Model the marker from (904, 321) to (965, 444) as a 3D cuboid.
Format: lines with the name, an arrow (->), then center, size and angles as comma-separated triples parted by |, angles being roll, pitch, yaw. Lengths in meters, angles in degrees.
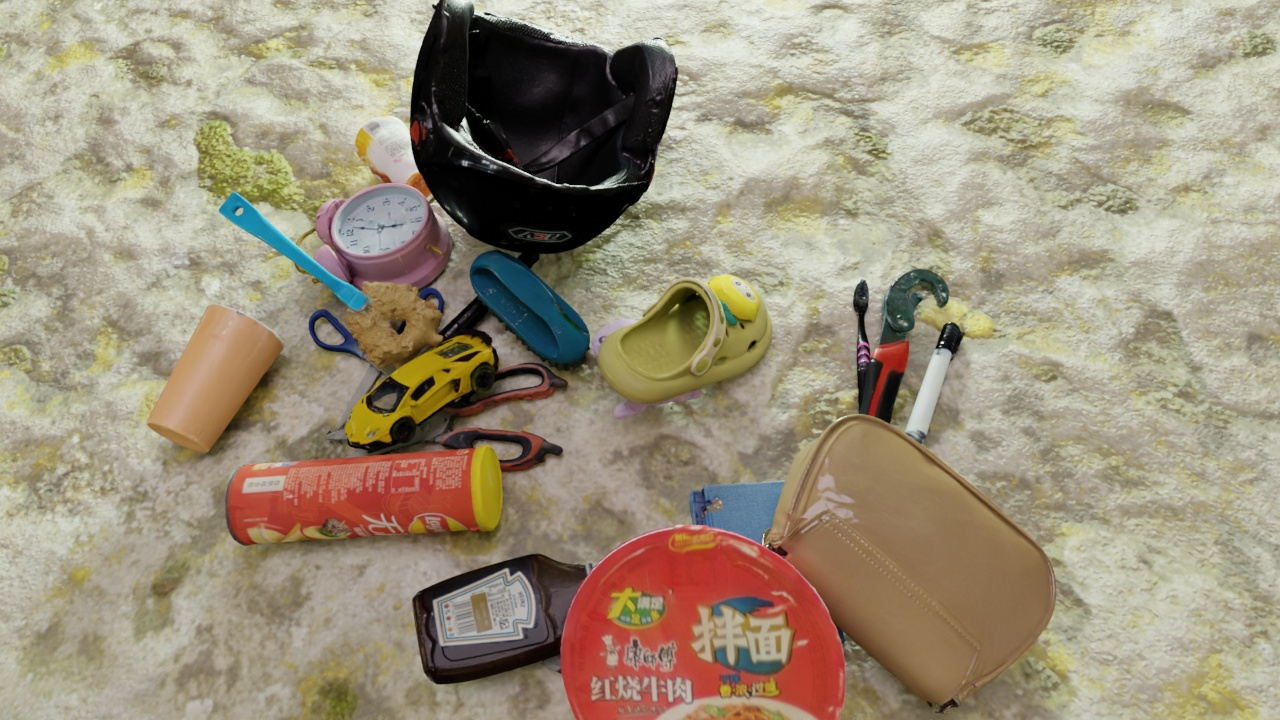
marker -> 0.257, 0.020, 0.801 | 0.022, 0.018, 0.130 | 23, 61, 10

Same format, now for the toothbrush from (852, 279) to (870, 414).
toothbrush -> 0.200, 0.005, 0.819 | 0.014, 0.018, 0.188 | 5, 58, 3

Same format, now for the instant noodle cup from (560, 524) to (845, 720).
instant noodle cup -> 0.044, 0.204, 0.639 | 0.194, 0.065, 0.194 | 1, 93, 13

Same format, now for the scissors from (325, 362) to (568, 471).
scissors -> -0.169, 0.063, 0.825 | 0.216, 0.015, 0.195 | 27, 64, 21

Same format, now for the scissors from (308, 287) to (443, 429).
scissors -> -0.256, -0.008, 0.886 | 0.162, 0.012, 0.172 | 19, 62, 14

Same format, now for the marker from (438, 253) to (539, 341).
marker -> -0.147, -0.063, 0.904 | 0.131, 0.020, 0.022 | -48, 29, -23

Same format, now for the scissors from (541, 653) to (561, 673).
scissors -> -0.069, 0.236, 0.703 | 0.136, 0.014, 0.174 | -26, 60, -11

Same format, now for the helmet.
helmet -> -0.102, -0.212, 0.872 | 0.233, 0.231, 0.274 | 6, 50, -20

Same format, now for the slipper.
slipper -> 0.050, -0.027, 0.795 | 0.190, 0.082, 0.091 | -26, 67, -36

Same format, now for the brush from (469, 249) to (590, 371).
brush -> -0.104, -0.052, 0.850 | 0.055, 0.074, 0.144 | -42, 73, -18

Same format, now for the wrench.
wrench -> 0.215, 0.022, 0.797 | 0.056, 0.016, 0.272 | 24, 61, 4

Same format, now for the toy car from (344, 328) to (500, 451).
toy car -> -0.194, 0.026, 0.813 | 0.155, 0.041, 0.071 | -37, 37, -27

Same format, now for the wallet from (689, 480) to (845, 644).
wallet -> 0.095, 0.160, 0.715 | 0.106, 0.040, 0.132 | -4, 60, -2

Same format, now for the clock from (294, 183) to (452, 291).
clock -> -0.275, -0.122, 0.936 | 0.158, 0.060, 0.117 | -12, 56, 2

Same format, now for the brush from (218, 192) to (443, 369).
brush -> -0.297, -0.080, 0.869 | 0.254, 0.046, 0.083 | 36, 85, 5

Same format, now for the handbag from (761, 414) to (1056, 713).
handbag -> 0.188, 0.144, 0.670 | 0.204, 0.100, 0.147 | 42, 63, 9

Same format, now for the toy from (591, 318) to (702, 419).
toy -> -0.005, 0.005, 0.828 | 0.083, 0.039, 0.108 | -16, 55, -22

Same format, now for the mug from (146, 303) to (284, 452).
mug -> -0.397, 0.019, 0.852 | 0.078, 0.078, 0.122 | 15, 65, 16

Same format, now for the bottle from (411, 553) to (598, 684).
bottle -> -0.072, 0.185, 0.701 | 0.195, 0.044, 0.079 | -15, 58, -7

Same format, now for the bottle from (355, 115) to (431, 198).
bottle -> -0.262, -0.217, 0.995 | 0.063, 0.063, 0.108 | -34, 59, -15

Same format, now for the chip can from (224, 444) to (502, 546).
chip can -> -0.228, 0.114, 0.765 | 0.216, 0.073, 0.073 | -5, 56, 4
